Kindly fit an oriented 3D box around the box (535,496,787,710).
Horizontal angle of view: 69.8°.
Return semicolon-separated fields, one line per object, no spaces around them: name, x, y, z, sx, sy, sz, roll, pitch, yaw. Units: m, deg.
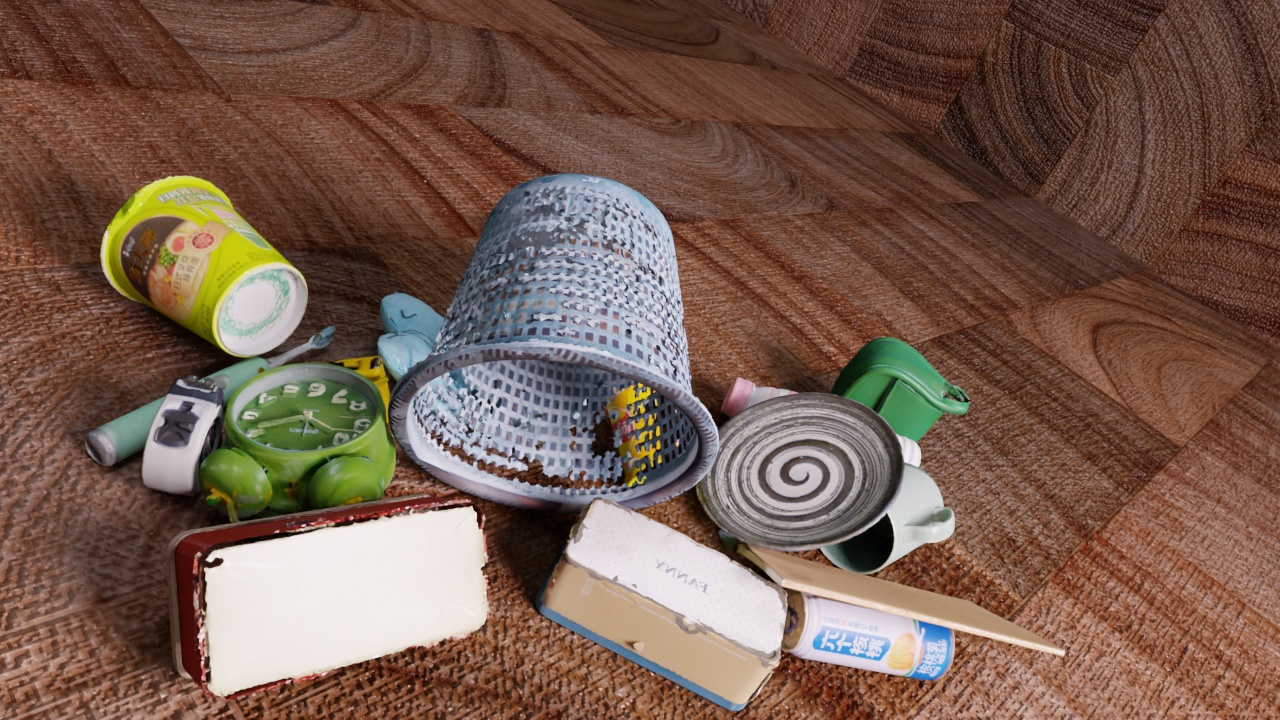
box;0.012;0.169;0.660;0.184;0.061;0.089;26;30;4

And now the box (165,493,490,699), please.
box;-0.171;0.132;0.528;0.168;0.091;0.077;-4;1;-40

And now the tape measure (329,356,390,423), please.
tape measure;-0.221;0.024;0.710;0.057;0.060;0.028;-6;38;-5

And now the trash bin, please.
trash bin;-0.053;-0.020;0.683;0.226;0.227;0.194;16;54;-16

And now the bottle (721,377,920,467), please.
bottle;0.178;0.074;0.919;0.197;0.068;0.068;24;30;0

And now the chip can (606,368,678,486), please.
chip can;-0.005;0.005;0.809;0.072;0.072;0.213;1;63;-36

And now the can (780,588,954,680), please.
can;0.174;0.213;0.715;0.134;0.053;0.053;15;32;-17

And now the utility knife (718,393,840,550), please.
utility knife;0.132;0.095;0.838;0.033;0.015;0.214;24;50;26

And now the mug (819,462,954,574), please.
mug;0.229;0.140;0.823;0.112;0.082;0.106;2;9;44

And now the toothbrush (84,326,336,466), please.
toothbrush;-0.307;0.019;0.685;0.026;0.027;0.223;47;32;1

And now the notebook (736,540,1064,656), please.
notebook;0.191;0.182;0.712;0.211;0.012;0.149;15;-3;-4

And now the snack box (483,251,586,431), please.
snack box;-0.095;-0.027;0.802;0.074;0.052;0.174;3;73;-27

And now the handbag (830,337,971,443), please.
handbag;0.262;0.050;0.962;0.120;0.132;0.067;31;40;0

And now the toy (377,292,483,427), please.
toy;-0.176;-0.004;0.777;0.161;0.050;0.156;47;10;12

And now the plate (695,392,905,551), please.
plate;0.137;0.098;0.798;0.179;0.024;0.179;-10;40;8

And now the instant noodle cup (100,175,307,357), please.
instant noodle cup;-0.325;-0.066;0.704;0.123;0.112;0.111;32;30;23

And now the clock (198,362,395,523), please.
clock;-0.227;0.062;0.617;0.116;0.056;0.161;4;35;-10

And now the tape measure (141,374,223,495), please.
tape measure;-0.298;0.054;0.598;0.033;0.066;0.065;12;38;-11
